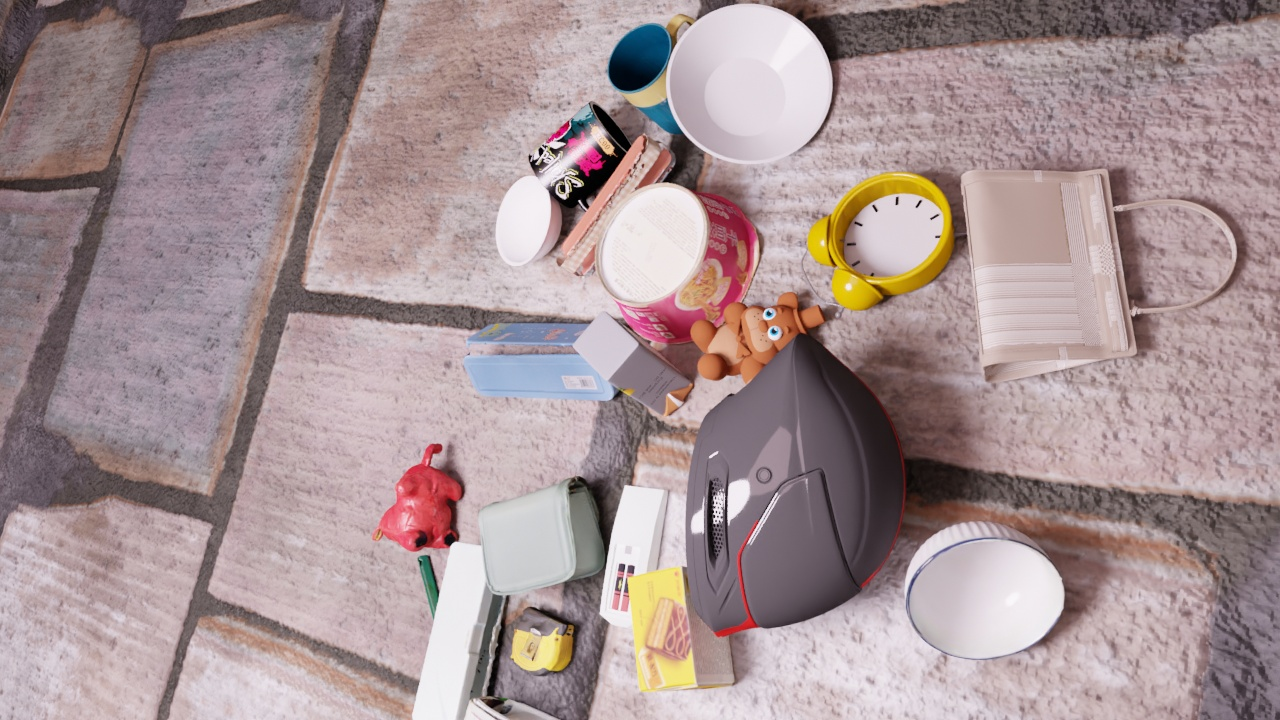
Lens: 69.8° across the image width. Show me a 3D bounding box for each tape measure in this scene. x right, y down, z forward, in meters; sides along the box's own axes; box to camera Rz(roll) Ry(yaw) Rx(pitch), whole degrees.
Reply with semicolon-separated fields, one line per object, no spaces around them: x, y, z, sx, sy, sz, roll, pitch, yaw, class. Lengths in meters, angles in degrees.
-0.105;0.299;0.965;0.066;0.037;0.064;12;81;35;tape measure

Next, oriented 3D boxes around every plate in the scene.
0.114;-0.289;0.981;0.174;0.036;0.174;0;84;0;plate

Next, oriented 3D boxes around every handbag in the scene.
-0.138;0.448;0.904;0.142;0.096;0.198;8;81;36;handbag
-0.104;0.189;0.980;0.122;0.067;0.106;-21;73;27;handbag
0.380;-0.082;0.763;0.198;0.062;0.175;-7;72;21;handbag

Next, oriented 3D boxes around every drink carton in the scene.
-0.006;0.006;0.939;0.048;0.124;0.076;-49;55;4;drink carton

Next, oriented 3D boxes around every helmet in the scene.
0.140;0.108;0.789;0.170;0.164;0.264;-1;83;21;helmet

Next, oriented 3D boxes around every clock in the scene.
0.226;-0.112;0.873;0.152;0.052;0.113;-31;60;16;clock

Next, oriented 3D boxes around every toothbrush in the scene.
-0.232;0.312;1.056;0.016;0.017;0.189;-33;60;18;toothbrush

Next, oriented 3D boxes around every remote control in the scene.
-0.009;0.200;0.941;0.050;0.024;0.143;2;76;33;remote control

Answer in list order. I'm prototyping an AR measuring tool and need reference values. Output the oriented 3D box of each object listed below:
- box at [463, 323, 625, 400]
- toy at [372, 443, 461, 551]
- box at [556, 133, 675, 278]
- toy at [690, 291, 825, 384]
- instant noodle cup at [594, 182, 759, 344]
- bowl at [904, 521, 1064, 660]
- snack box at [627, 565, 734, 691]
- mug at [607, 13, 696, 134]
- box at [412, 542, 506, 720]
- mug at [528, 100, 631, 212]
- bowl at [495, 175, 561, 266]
-0.108;0.002;1.067;0.209;0.077;0.074;2;120;32;box
-0.272;0.161;1.095;0.094;0.088;0.132;-8;69;42;toy
-0.028;-0.173;1.055;0.189;0.062;0.058;-50;39;24;box
0.118;-0.024;0.908;0.128;0.065;0.094;-23;66;20;toy
0.027;-0.113;0.985;0.179;0.077;0.178;-11;69;30;instant noodle cup
0.268;0.173;0.734;0.118;0.118;0.062;-34;17;20;bowl
0.038;0.253;0.858;0.061;0.083;0.105;-18;65;26;snack box
0.034;-0.326;1.030;0.083;0.107;0.113;37;97;37;mug
-0.197;0.301;1.009;0.083;0.066;0.198;6;74;12;box
-0.059;-0.228;1.084;0.098;0.081;0.118;-36;86;18;mug
-0.128;-0.166;1.120;0.110;0.040;0.110;-10;76;46;bowl
